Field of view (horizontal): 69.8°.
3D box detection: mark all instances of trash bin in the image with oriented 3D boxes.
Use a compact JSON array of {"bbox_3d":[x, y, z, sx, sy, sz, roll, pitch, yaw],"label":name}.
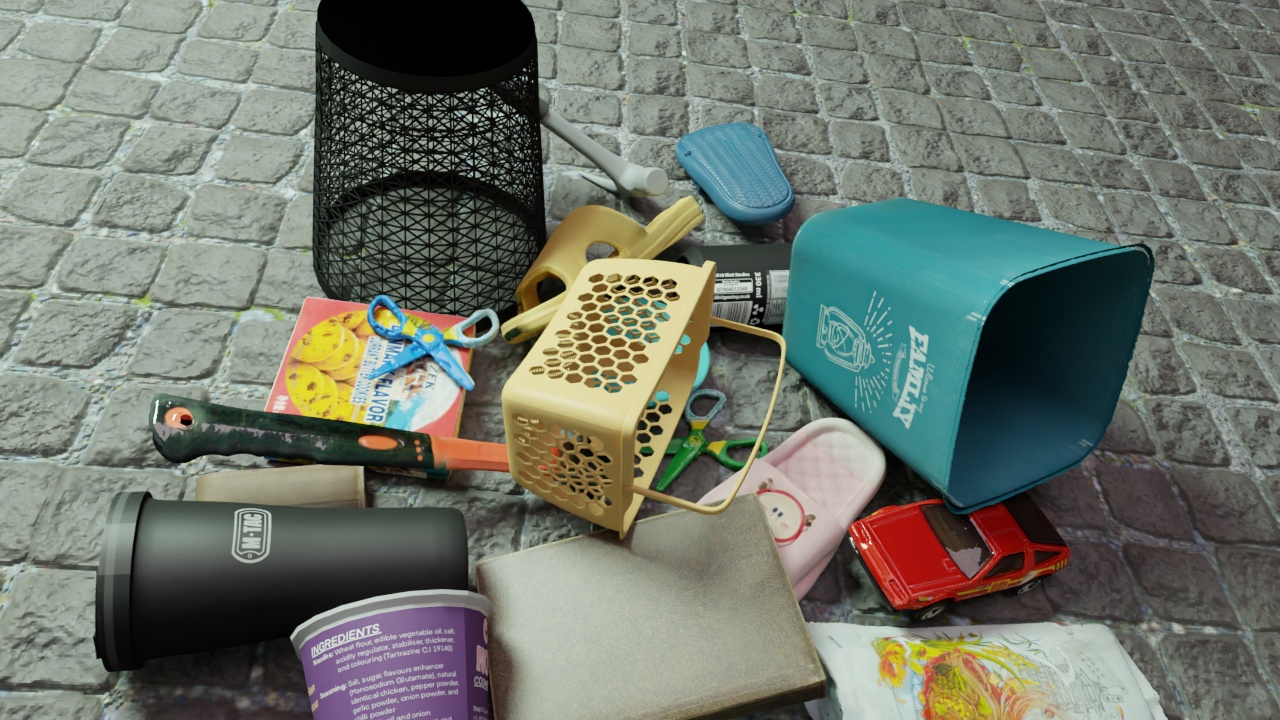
[{"bbox_3d":[-0.180,-0.180,0.785,0.217,0.244,0.216,6,49,-7],"label":"trash bin"},{"bbox_3d":[0.246,-0.027,0.750,0.198,0.197,0.219,-14,31,-28],"label":"trash bin"}]

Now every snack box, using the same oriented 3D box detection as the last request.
[{"bbox_3d":[-0.213,0.020,0.739,0.145,0.040,0.142,7,49,-7],"label":"snack box"}]

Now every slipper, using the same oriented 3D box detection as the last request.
[{"bbox_3d":[0.098,-0.198,0.985,0.103,0.059,0.213,-9,39,-7],"label":"slipper"},{"bbox_3d":[0.115,0.113,0.716,0.107,0.056,0.221,37,53,22],"label":"slipper"},{"bbox_3d":[-0.042,-0.098,0.832,0.262,0.100,0.078,-38,94,-40],"label":"slipper"}]

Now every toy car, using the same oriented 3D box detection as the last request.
[{"bbox_3d":[0.247,0.143,0.706,0.189,0.056,0.081,-5,49,-29],"label":"toy car"}]

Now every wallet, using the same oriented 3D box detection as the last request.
[{"bbox_3d":[-0.255,0.122,0.654,0.121,0.027,0.098,-3,55,-16],"label":"wallet"}]

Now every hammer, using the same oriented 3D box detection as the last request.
[{"bbox_3d":[-0.167,0.063,0.659,0.332,0.033,0.133,8,53,-25],"label":"hammer"},{"bbox_3d":[-0.114,-0.251,0.883,0.310,0.125,0.029,32,87,-27],"label":"hammer"}]

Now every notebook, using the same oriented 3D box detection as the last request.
[{"bbox_3d":[0.004,0.195,0.604,0.215,0.034,0.190,-13,51,-3],"label":"notebook"}]

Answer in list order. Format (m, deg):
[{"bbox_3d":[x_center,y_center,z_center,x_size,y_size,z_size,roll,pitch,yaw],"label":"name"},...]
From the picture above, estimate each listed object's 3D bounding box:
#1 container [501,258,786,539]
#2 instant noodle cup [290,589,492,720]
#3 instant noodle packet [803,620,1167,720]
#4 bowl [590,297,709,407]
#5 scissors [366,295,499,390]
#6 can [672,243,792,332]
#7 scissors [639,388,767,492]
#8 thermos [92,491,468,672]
[{"bbox_3d":[0.010,0.026,0.656,0.167,0.129,0.182,14,44,13],"label":"container"},{"bbox_3d":[-0.145,0.219,0.547,0.137,0.121,0.121,-28,59,23],"label":"instant noodle cup"},{"bbox_3d":[0.248,0.243,0.634,0.269,0.057,0.146,4,46,-13],"label":"instant noodle packet"},{"bbox_3d":[-0.005,0.005,0.792,0.121,0.046,0.121,6,49,-7],"label":"bowl"},{"bbox_3d":[-0.170,-0.016,0.746,0.129,0.013,0.125,-30,61,-30],"label":"scissors"},{"bbox_3d":[0.109,-0.068,0.856,0.146,0.080,0.080,-3,50,-14],"label":"can"},{"bbox_3d":[0.042,0.063,0.774,0.129,0.012,0.116,-2,49,-15],"label":"scissors"},{"bbox_3d":[-0.224,0.134,0.584,0.218,0.106,0.105,1,49,-20],"label":"thermos"}]
